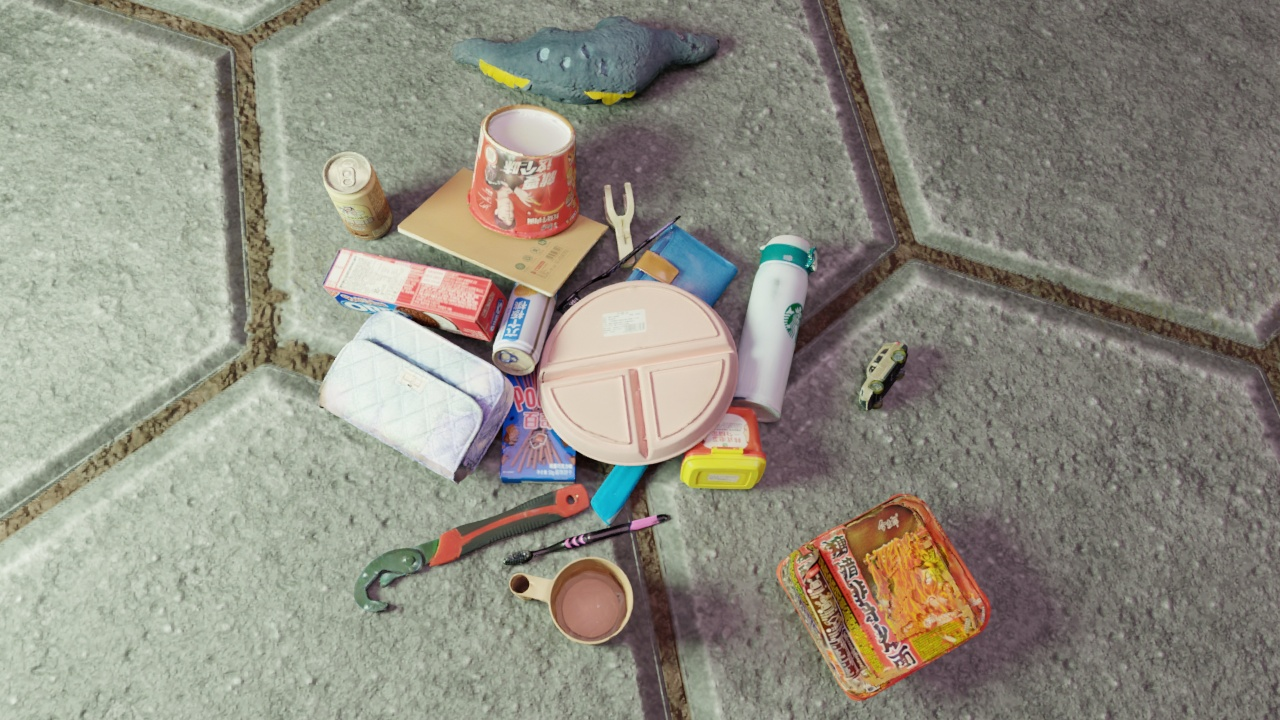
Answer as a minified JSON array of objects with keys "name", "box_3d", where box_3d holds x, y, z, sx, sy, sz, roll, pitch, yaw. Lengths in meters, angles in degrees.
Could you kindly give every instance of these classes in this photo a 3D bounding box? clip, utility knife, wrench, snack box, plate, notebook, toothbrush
[{"name":"clip","box_3d":[-0.024,-0.174,1.123,0.035,0.093,0.103,-6,60,-6]},{"name":"utility knife","box_3d":[0.007,0.098,1.053,0.034,0.018,0.198,36,72,-3]},{"name":"wrench","box_3d":[-0.184,0.199,1.009,0.273,0.016,0.056,-23,74,-11]},{"name":"snack box","box_3d":[-0.260,-0.077,1.056,0.208,0.057,0.058,13,71,18]},{"name":"plate","box_3d":[-0.006,0.006,1.027,0.229,0.028,0.229,-4,63,8]},{"name":"snack box","box_3d":[0.091,0.095,1.027,0.091,0.082,0.080,2,60,-2]},{"name":"notebook","box_3d":[-0.162,-0.159,1.101,0.208,0.008,0.147,23,48,11]},{"name":"toothbrush","box_3d":[-0.024,-0.115,1.110,0.189,0.014,0.017,-38,87,-1]},{"name":"snack box","box_3d":[-0.114,0.062,1.055,0.084,0.026,0.157,1,70,-2]},{"name":"toothbrush","box_3d":[-0.060,0.197,1.016,0.189,0.018,0.014,-14,70,-9]}]

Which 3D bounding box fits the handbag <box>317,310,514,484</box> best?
[{"name":"handbag","box_3d":[-0.249,0.036,1.022,0.194,0.075,0.134,26,79,14]}]

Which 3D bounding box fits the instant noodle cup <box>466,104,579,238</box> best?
[{"name":"instant noodle cup","box_3d":[-0.136,-0.228,1.089,0.138,0.109,0.137,6,47,-6]}]

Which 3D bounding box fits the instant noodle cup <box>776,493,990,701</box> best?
[{"name":"instant noodle cup","box_3d":[0.255,0.249,0.980,0.188,0.079,0.164,-25,74,-10]}]

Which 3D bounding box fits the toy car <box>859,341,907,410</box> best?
[{"name":"toy car","box_3d":[0.285,0.019,1.083,0.035,0.042,0.090,26,65,29]}]

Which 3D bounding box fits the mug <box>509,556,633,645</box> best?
[{"name":"mug","box_3d":[-0.071,0.248,0.950,0.124,0.104,0.084,11,70,1]}]

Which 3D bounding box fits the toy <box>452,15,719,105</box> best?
[{"name":"toy","box_3d":[-0.064,-0.390,1.192,0.356,0.092,0.137,-5,43,-6]}]

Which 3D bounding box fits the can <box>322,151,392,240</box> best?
[{"name":"can","box_3d":[-0.333,-0.193,1.086,0.058,0.116,0.058,1,70,-3]}]

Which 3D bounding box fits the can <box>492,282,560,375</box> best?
[{"name":"can","box_3d":[-0.131,-0.050,1.060,0.053,0.053,0.134,11,53,1]}]

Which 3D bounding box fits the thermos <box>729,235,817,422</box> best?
[{"name":"thermos","box_3d":[0.157,-0.042,1.083,0.073,0.073,0.223,15,70,2]}]

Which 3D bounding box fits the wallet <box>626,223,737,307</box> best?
[{"name":"wallet","box_3d":[0.041,-0.090,1.112,0.106,0.040,0.132,35,72,5]}]
